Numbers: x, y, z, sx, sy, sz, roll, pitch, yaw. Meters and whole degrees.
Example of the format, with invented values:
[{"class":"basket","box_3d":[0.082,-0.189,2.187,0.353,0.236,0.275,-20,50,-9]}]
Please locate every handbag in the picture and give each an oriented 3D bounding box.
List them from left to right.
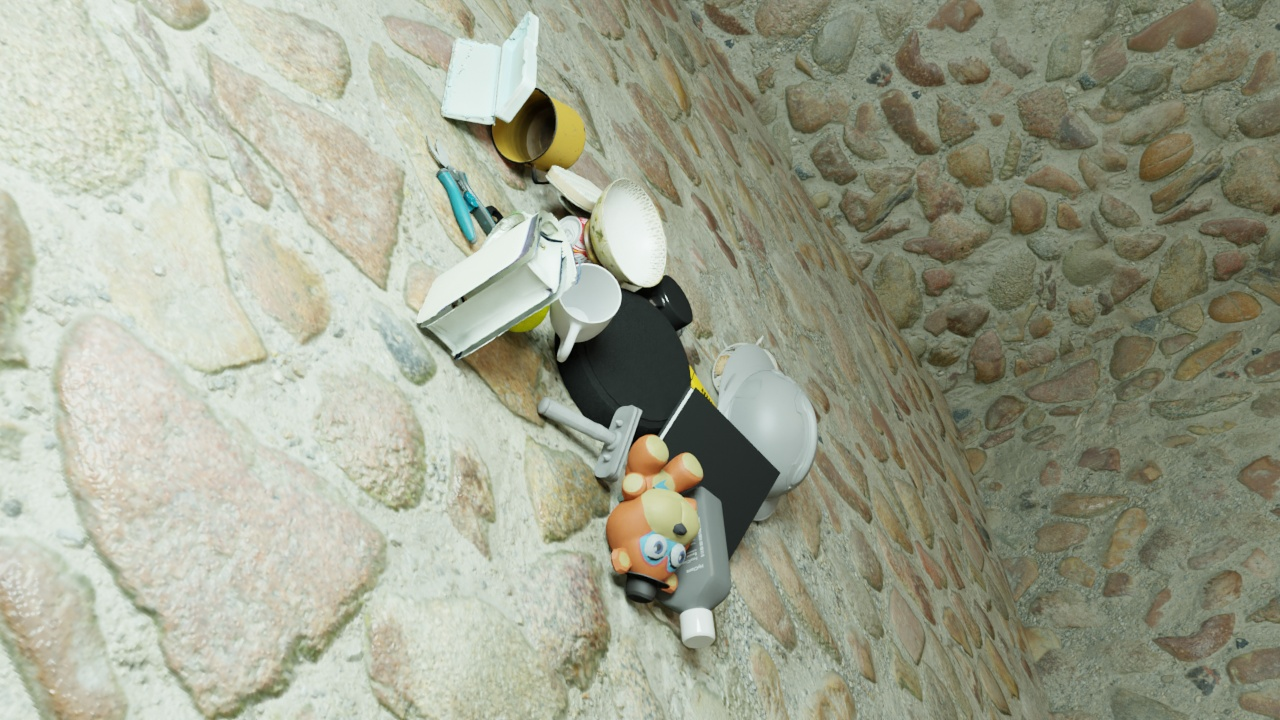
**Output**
[{"class":"handbag","box_3d":[-0.135,-0.092,0.931,0.074,0.151,0.175,48,26,-29]}]

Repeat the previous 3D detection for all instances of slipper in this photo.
[{"class":"slipper","box_3d":[-0.065,-0.216,1.299,0.114,0.054,0.272,37,8,12]}]

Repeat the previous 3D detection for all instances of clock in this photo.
[{"class":"clock","box_3d":[0.161,0.040,1.484,0.061,0.104,0.156,24,68,-45]}]

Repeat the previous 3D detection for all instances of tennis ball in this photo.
[{"class":"tennis ball","box_3d":[-0.133,-0.064,1.009,0.065,0.065,0.065,46,28,-32]}]

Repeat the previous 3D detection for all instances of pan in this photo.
[{"class":"pan","box_3d":[-0.063,-0.056,1.130,0.355,0.044,0.203,50,41,-12]}]

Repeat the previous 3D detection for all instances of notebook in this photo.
[{"class":"notebook","box_3d":[0.086,0.151,1.164,0.206,0.016,0.148,44,71,-34]}]

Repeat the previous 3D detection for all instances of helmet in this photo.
[{"class":"helmet","box_3d":[0.211,0.100,1.366,0.183,0.118,0.270,15,71,-44]}]

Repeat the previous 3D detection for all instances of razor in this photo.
[{"class":"razor","box_3d":[-0.062,0.073,1.022,0.116,0.047,0.088,29,70,-25]}]

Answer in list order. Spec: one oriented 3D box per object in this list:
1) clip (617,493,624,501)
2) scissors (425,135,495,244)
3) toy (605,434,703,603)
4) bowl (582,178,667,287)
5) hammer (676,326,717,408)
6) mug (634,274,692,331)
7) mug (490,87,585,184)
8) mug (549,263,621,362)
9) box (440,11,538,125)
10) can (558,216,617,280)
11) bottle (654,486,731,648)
[{"class":"clip","box_3d":[0.010,0.157,1.073,0.075,0.023,0.042,-17,79,-36]},{"class":"scissors","box_3d":[-0.205,-0.188,1.064,0.156,0.019,0.124,45,26,-30]},{"class":"toy","box_3d":[0.013,0.175,1.004,0.112,0.096,0.175,29,71,-38]},{"class":"bowl","box_3d":[-0.029,-0.158,1.185,0.145,0.063,0.145,24,61,-53]},{"class":"hammer","box_3d":[0.109,0.086,1.394,0.324,0.034,0.169,56,25,-15]},{"class":"mug","box_3d":[0.010,-0.066,1.283,0.078,0.088,0.113,65,23,8]},{"class":"mug","box_3d":[-0.134,-0.297,1.243,0.094,0.101,0.123,-2,88,-67]},{"class":"mug","box_3d":[-0.073,-0.042,1.027,0.071,0.090,0.107,23,64,-8]},{"class":"box","box_3d":[-0.190,-0.381,1.188,0.197,0.126,0.074,-95,-177,-45]},{"class":"can","box_3d":[-0.069,-0.149,1.242,0.104,0.064,0.064,31,37,-50]},{"class":"bottle","box_3d":[0.057,0.238,1.041,0.046,0.084,0.173,41,31,-39]}]
